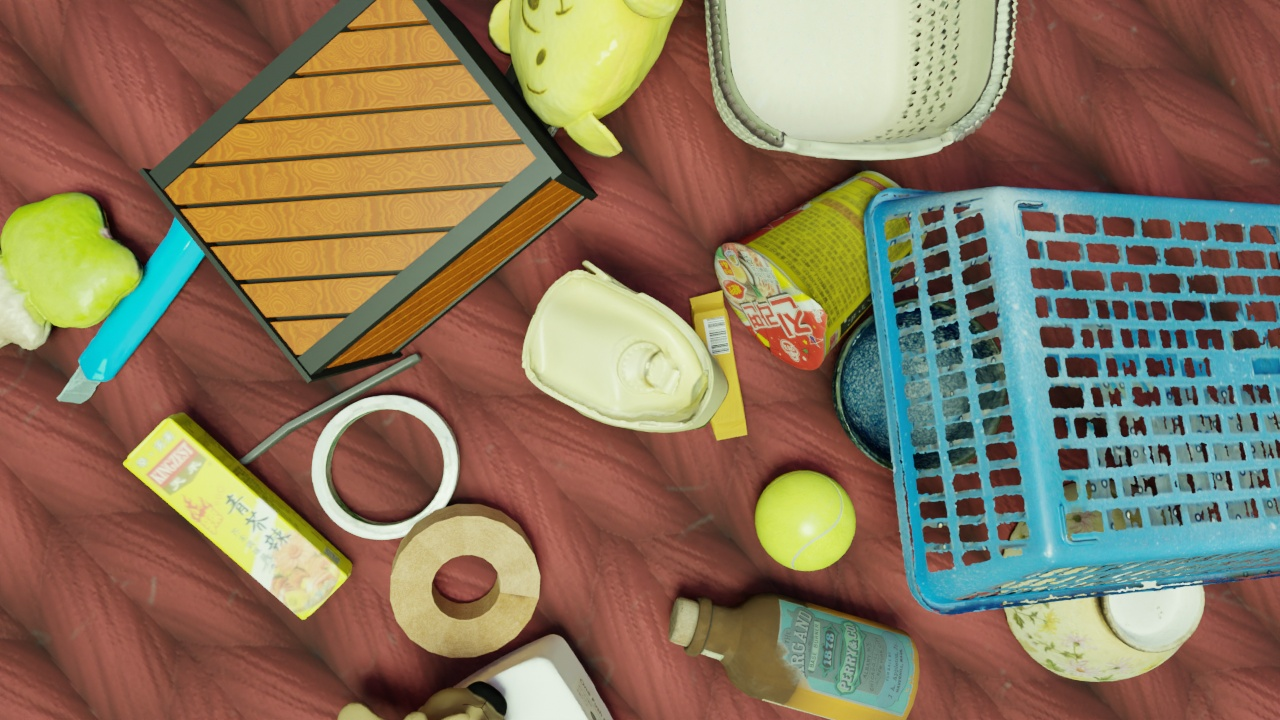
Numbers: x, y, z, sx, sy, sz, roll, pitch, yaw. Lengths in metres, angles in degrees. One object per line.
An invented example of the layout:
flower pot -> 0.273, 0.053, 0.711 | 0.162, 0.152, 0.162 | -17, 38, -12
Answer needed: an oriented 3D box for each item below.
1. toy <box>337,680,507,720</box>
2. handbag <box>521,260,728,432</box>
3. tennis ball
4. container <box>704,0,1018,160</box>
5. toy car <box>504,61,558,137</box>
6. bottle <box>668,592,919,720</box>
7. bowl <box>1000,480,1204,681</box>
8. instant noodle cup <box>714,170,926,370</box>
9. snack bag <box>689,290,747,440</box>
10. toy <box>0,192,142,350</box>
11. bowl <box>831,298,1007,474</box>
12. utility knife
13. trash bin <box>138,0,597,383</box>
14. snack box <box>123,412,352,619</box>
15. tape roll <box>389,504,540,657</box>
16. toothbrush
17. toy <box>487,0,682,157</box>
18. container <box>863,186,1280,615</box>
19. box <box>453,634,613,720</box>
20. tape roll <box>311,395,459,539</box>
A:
toy -> -0.115, 0.230, 0.507 | 0.134, 0.108, 0.105 | 36, 79, 4
handbag -> -0.003, 0.003, 0.566 | 0.111, 0.119, 0.081 | 24, 85, 10
tennis ball -> 0.108, 0.105, 0.603 | 0.065, 0.065, 0.065 | 0, 87, -6
container -> 0.122, -0.244, 0.570 | 0.184, 0.143, 0.251 | -3, 95, -7
toy car -> -0.076, -0.166, 0.613 | 0.048, 0.040, 0.113 | 35, 102, 4
bottle -> 0.095, 0.189, 0.598 | 0.157, 0.068, 0.068 | 17, 86, -4
bowl -> 0.328, 0.154, 0.623 | 0.145, 0.063, 0.145 | 0, 86, -7
instant noodle cup -> 0.122, -0.066, 0.605 | 0.112, 0.100, 0.100 | -39, 92, -15
snack bag -> 0.053, 0.004, 0.626 | 0.026, 0.020, 0.099 | -11, 89, -1
toy -> -0.378, -0.049, 0.575 | 0.117, 0.043, 0.092 | -37, 83, -4
bowl -> 0.179, 0.017, 0.617 | 0.114, 0.061, 0.114 | 0, 89, -5
utility knife -> -0.321, -0.042, 0.595 | 0.031, 0.015, 0.174 | 36, 87, 0
trash bin -> -0.143, -0.102, 0.533 | 0.172, 0.139, 0.139 | -38, 91, 8
snack box -> -0.250, 0.098, 0.578 | 0.040, 0.029, 0.148 | -45, 101, -4
tape roll -> -0.113, 0.141, 0.591 | 0.094, 0.027, 0.094 | -2, 98, -12
toothbrush -> -0.219, 0.039, 0.602 | 0.167, 0.013, 0.013 | -29, 82, -6
toy -> -0.007, -0.215, 0.501 | 0.084, 0.215, 0.148 | 10, 52, -29
container -> 0.326, 0.011, 0.561 | 0.361, 0.089, 0.257 | -1, 79, -19
box -> -0.069, 0.243, 0.598 | 0.102, 0.095, 0.107 | -31, 87, 7
tape roll -> -0.167, 0.070, 0.603 | 0.094, 0.018, 0.094 | 0, 87, -6
